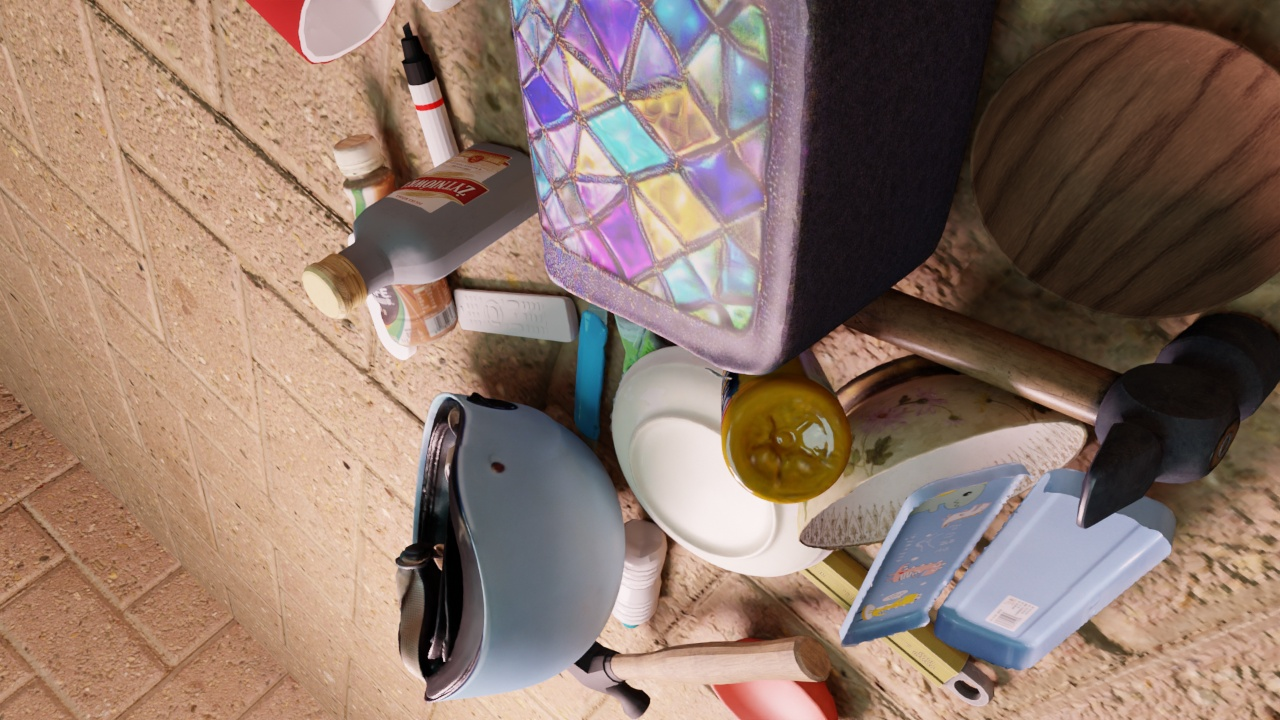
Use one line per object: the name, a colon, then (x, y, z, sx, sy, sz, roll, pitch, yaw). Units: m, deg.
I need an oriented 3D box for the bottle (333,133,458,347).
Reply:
bottle: (-0.191, -0.091, 0.708, 0.059, 0.059, 0.167, 16, 134, 36)

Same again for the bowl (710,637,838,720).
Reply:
bowl: (0.113, 0.271, 0.756, 0.122, 0.035, 0.122, 27, 140, 26)

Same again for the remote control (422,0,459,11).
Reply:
remote control: (-0.092, -0.243, 0.491, 0.139, 0.025, 0.060, -15, 112, 49)

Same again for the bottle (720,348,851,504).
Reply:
bottle: (0.067, 0.016, 0.457, 0.053, 0.186, 0.053, 1, 101, 5)

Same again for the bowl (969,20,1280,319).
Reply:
bowl: (0.192, -0.075, 0.352, 0.119, 0.032, 0.119, 27, 140, 26)

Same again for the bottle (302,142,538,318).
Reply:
bottle: (-0.135, -0.081, 0.572, 0.072, 0.160, 0.046, 21, 136, 32)

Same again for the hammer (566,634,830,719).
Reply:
hammer: (0.032, 0.244, 0.748, 0.132, 0.040, 0.306, 45, 144, -13)

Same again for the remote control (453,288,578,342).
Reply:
remote control: (-0.097, -0.036, 0.699, 0.131, 0.012, 0.033, 8, 114, 42)

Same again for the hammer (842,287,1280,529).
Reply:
hammer: (0.106, -0.027, 0.440, 0.322, 0.129, 0.040, 28, 135, 40)

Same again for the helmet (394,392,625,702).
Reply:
helmet: (-0.107, 0.142, 0.729, 0.265, 0.166, 0.226, 40, 120, 58)

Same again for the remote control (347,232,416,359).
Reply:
remote control: (-0.229, -0.057, 0.818, 0.043, 0.013, 0.137, 23, 138, 30)

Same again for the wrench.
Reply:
wrench: (0.127, 0.138, 0.629, 0.273, 0.018, 0.084, 39, 142, 12)

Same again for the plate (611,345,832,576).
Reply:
plate: (0.048, 0.077, 0.611, 0.182, 0.034, 0.183, 23, 132, 27)

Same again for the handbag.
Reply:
handbag: (0.020, -0.125, 0.399, 0.222, 0.125, 0.205, 35, 144, 35)

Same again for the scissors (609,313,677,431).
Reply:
scissors: (-0.005, 0.006, 0.647, 0.065, 0.033, 0.174, 35, 147, 13)

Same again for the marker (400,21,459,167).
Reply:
marker: (-0.138, -0.156, 0.626, 0.019, 0.019, 0.146, 18, 135, 35)

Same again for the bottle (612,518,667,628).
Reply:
bottle: (-0.004, 0.191, 0.793, 0.044, 0.044, 0.136, 31, 141, 22)

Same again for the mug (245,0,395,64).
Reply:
mug: (-0.215, -0.242, 0.575, 0.096, 0.080, 0.117, 45, 151, 4)

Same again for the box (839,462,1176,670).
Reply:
box: (0.182, 0.115, 0.494, 0.126, 0.039, 0.210, 7, 145, 5)

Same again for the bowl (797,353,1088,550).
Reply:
bowl: (0.139, 0.040, 0.463, 0.146, 0.145, 0.063, 120, 140, -53)

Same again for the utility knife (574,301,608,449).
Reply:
utility knife: (-0.034, 0.002, 0.670, 0.031, 0.015, 0.198, 39, 148, 21)
